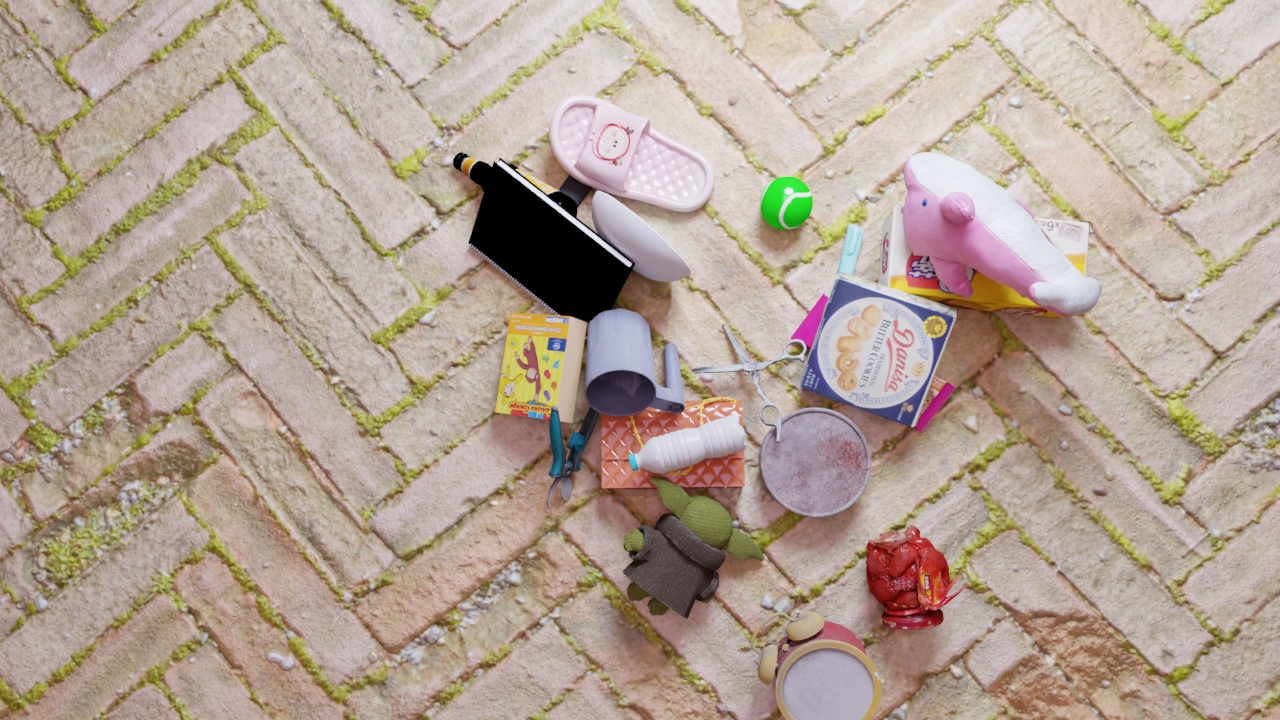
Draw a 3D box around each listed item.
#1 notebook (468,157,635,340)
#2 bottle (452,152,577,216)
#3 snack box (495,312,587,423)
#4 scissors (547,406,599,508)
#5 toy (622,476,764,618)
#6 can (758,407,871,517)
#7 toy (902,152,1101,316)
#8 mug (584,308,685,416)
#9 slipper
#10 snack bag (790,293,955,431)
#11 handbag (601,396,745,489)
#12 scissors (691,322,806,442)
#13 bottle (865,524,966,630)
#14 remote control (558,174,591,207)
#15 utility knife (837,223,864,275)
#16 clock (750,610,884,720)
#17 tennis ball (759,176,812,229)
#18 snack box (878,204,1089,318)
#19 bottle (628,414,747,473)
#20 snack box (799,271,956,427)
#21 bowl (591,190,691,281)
[{"bbox_3d":[-0.115,-0.130,1.122,0.206,0.149,0.016,39,48,7],"label":"notebook"},{"bbox_3d":[-0.166,-0.216,1.161,0.182,0.059,0.059,32,87,21],"label":"bottle"},{"bbox_3d":[-0.122,0.008,1.133,0.088,0.040,0.125,5,84,28],"label":"snack box"},{"bbox_3d":[-0.090,0.104,1.108,0.019,0.124,0.155,25,79,34],"label":"scissors"},{"bbox_3d":[0.048,0.232,1.095,0.179,0.078,0.152,37,83,-17],"label":"toy"},{"bbox_3d":[0.210,0.123,1.112,0.130,0.044,0.130,0,84,4],"label":"can"},{"bbox_3d":[0.382,-0.125,1.027,0.265,0.186,0.128,49,128,28],"label":"toy"},{"bbox_3d":[-0.007,0.006,1.105,0.124,0.084,0.103,14,44,-18],"label":"mug"},{"bbox_3d":[-0.011,-0.255,1.151,0.221,0.055,0.107,24,90,-5],"label":"slipper"},{"bbox_3d":[0.284,0.003,1.128,0.196,0.016,0.070,37,98,6],"label":"snack bag"},{"bbox_3d":[0.039,0.101,1.121,0.172,0.060,0.108,-1,80,4],"label":"handbag"},{"bbox_3d":[0.143,0.020,1.119,0.141,0.014,0.175,-22,63,-3],"label":"scissors"},{"bbox_3d":[0.315,0.251,1.067,0.099,0.099,0.111,-7,88,3],"label":"bottle"},{"bbox_3d":[-0.082,-0.227,1.182,0.033,0.015,0.147,35,88,7],"label":"remote control"},{"bbox_3d":[0.250,-0.090,1.145,0.022,0.015,0.165,14,88,10],"label":"utility knife"},{"bbox_3d":[0.200,0.355,1.069,0.159,0.081,0.117,39,99,-3],"label":"clock"},{"bbox_3d":[0.180,-0.195,1.135,0.065,0.065,0.065,0,84,4],"label":"tennis ball"},{"bbox_3d":[0.412,-0.118,1.113,0.230,0.061,0.110,6,85,4],"label":"snack box"},{"bbox_3d":[0.054,0.101,1.066,0.136,0.044,0.044,-16,83,0],"label":"bottle"},{"bbox_3d":[0.280,-0.014,1.088,0.145,0.042,0.144,20,109,13],"label":"snack box"},{"bbox_3d":[-0.009,-0.138,1.101,0.149,0.149,0.043,40,89,7],"label":"bowl"}]
